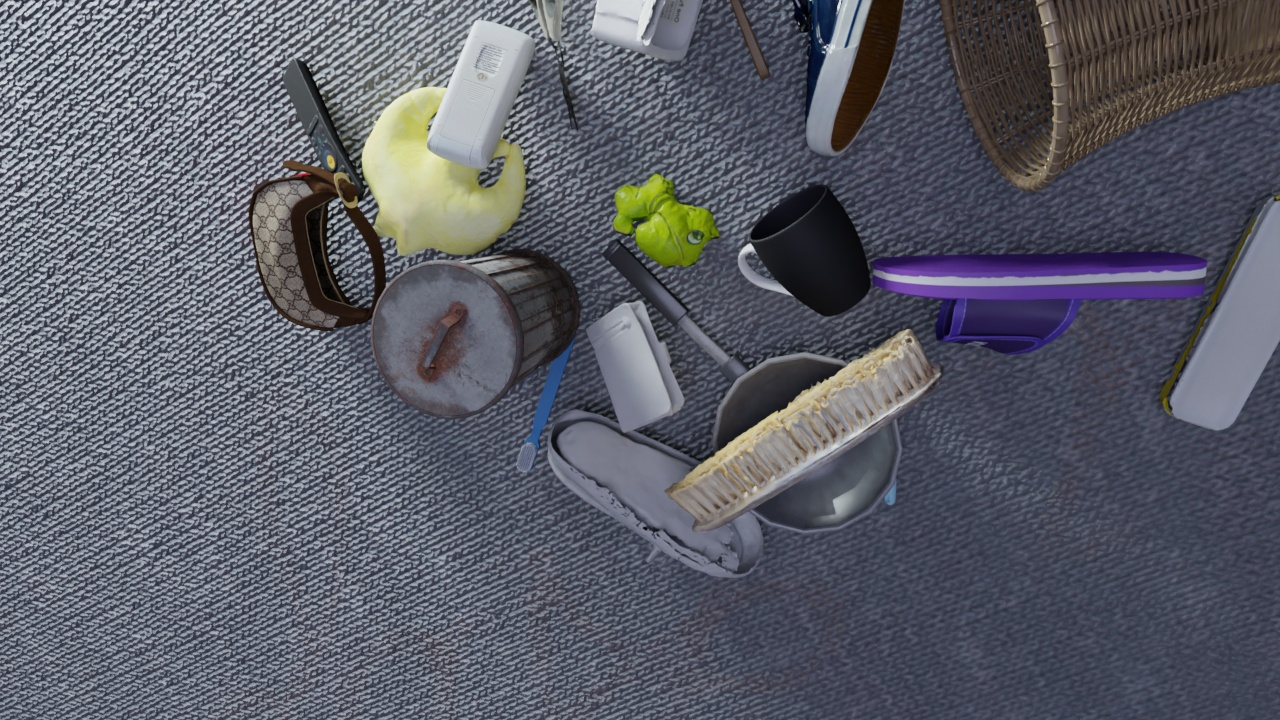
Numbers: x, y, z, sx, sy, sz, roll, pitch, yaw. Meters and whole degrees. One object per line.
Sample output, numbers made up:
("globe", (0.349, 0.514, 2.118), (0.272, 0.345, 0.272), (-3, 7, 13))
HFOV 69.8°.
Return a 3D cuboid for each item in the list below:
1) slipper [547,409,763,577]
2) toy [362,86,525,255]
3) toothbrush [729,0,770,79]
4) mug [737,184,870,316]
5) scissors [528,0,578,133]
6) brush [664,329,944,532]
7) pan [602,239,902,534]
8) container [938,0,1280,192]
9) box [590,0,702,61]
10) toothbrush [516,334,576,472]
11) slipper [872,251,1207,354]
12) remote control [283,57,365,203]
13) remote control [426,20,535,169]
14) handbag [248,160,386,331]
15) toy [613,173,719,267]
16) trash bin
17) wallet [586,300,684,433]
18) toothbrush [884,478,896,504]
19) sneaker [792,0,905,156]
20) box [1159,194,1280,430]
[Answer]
("slipper", (0.012, 0.139, 0.921), (0.247, 0.075, 0.112), (31, 77, -1))
("toy", (-0.196, -0.173, 0.881), (0.170, 0.064, 0.155), (40, 100, 4))
("toothbrush", (0.081, -0.329, 0.812), (0.016, 0.016, 0.167), (-21, 99, 15))
("mug", (0.148, -0.089, 0.838), (0.119, 0.084, 0.100), (-20, 115, 45))
("scissors", (-0.074, -0.289, 0.826), (0.012, 0.132, 0.169), (-21, 86, -21))
("brush", (0.143, 0.068, 0.822), (0.272, 0.083, 0.056), (-36, 91, 20))
("pan", (0.097, 0.014, 0.890), (0.357, 0.041, 0.179), (45, 109, 2))
("container", (0.356, -0.264, 0.678), (0.196, 0.226, 0.227), (-17, 101, 7))
("box", (0.005, -0.305, 0.744), (0.083, 0.190, 0.111), (17, 110, 5))
("toothbrush", (-0.097, 0.042, 0.945), (0.016, 0.014, 0.167), (21, 107, 4))
("slipper", (0.340, -0.045, 0.798), (0.266, 0.107, 0.084), (-1, 104, 6))
("remote control", (-0.306, -0.220, 0.890), (0.041, 0.020, 0.152), (-33, 81, 47))
("remote control", (-0.147, -0.246, 0.847), (0.060, 0.025, 0.138), (19, 83, 4))
("handbag", (-0.311, -0.112, 0.902), (0.138, 0.063, 0.167), (8, 115, 20))
("toy", (0.023, -0.130, 0.866), (0.094, 0.036, 0.093), (-17, 90, 3))
("trash bin", (-0.141, -0.032, 0.826), (0.131, 0.210, 0.131), (2, 102, 12))
("wallet", (-0.005, 0.005, 0.889), (0.086, 0.032, 0.116), (-23, 86, 45))
("toothbrush", (0.238, 0.067, 0.889), (0.022, 0.016, 0.155), (6, 108, 42))
("sneaker", (0.152, -0.324, 0.768), (0.127, 0.120, 0.295), (15, 106, 30))
("box", (0.527, -0.040, 0.800), (0.064, 0.033, 0.210), (19, 108, 3))
